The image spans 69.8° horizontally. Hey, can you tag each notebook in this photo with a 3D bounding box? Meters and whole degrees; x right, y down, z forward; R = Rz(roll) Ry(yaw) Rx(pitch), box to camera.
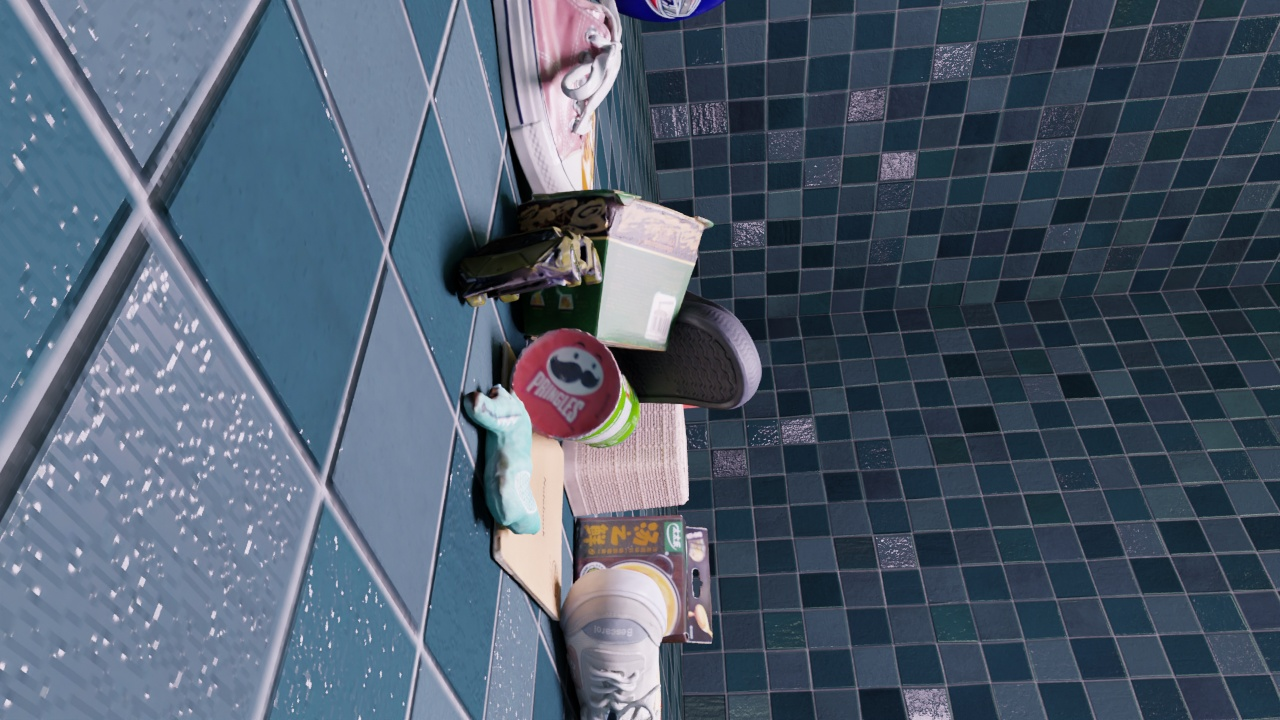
[{"bbox_3d":[-0.078,0.098,0.674,0.208,0.008,0.147,77,10,-63],"label":"notebook"}]

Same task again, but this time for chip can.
[{"bbox_3d":[-0.041,0.030,0.696,0.236,0.072,0.072,64,23,-82],"label":"chip can"}]

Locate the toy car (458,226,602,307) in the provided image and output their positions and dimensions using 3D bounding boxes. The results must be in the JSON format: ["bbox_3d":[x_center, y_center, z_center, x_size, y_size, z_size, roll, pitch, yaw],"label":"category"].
[{"bbox_3d":[-0.065,-0.059,0.561,0.158,0.070,0.042,-71,149,-82],"label":"toy car"}]

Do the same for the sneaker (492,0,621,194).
[{"bbox_3d":[-0.057,-0.230,0.698,0.118,0.088,0.241,-84,168,-67],"label":"sneaker"}]

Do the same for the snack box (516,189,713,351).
[{"bbox_3d":[-0.025,-0.062,0.688,0.118,0.118,0.105,7,89,-47],"label":"snack box"}]

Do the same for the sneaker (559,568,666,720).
[{"bbox_3d":[-0.026,0.269,0.768,0.090,0.089,0.243,-83,175,-46],"label":"sneaker"}]

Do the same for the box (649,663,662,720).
[{"bbox_3d":[-0.005,0.365,0.939,0.168,0.080,0.091,-84,170,-69],"label":"box"}]

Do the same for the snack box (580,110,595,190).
[{"bbox_3d":[-0.067,-0.244,0.995,0.075,0.026,0.153,82,6,-52],"label":"snack box"}]

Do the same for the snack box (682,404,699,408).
[{"bbox_3d":[-0.006,0.005,0.928,0.044,0.127,0.113,-76,161,-75],"label":"snack box"}]

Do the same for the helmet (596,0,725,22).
[{"bbox_3d":[0.018,-0.489,0.896,0.239,0.247,0.316,-52,157,-27],"label":"helmet"}]

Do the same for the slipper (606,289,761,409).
[{"bbox_3d":[0.026,-0.021,0.796,0.268,0.083,0.111,11,-52,56],"label":"slipper"}]

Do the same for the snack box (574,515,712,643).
[{"bbox_3d":[0.003,0.207,0.865,0.053,0.126,0.113,77,10,-62],"label":"snack box"}]

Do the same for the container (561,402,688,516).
[{"bbox_3d":[-0.013,0.089,0.866,0.090,0.111,0.090,81,7,-51],"label":"container"}]

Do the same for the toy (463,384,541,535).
[{"bbox_3d":[-0.082,0.055,0.545,0.096,0.030,0.091,55,26,-67],"label":"toy"}]
